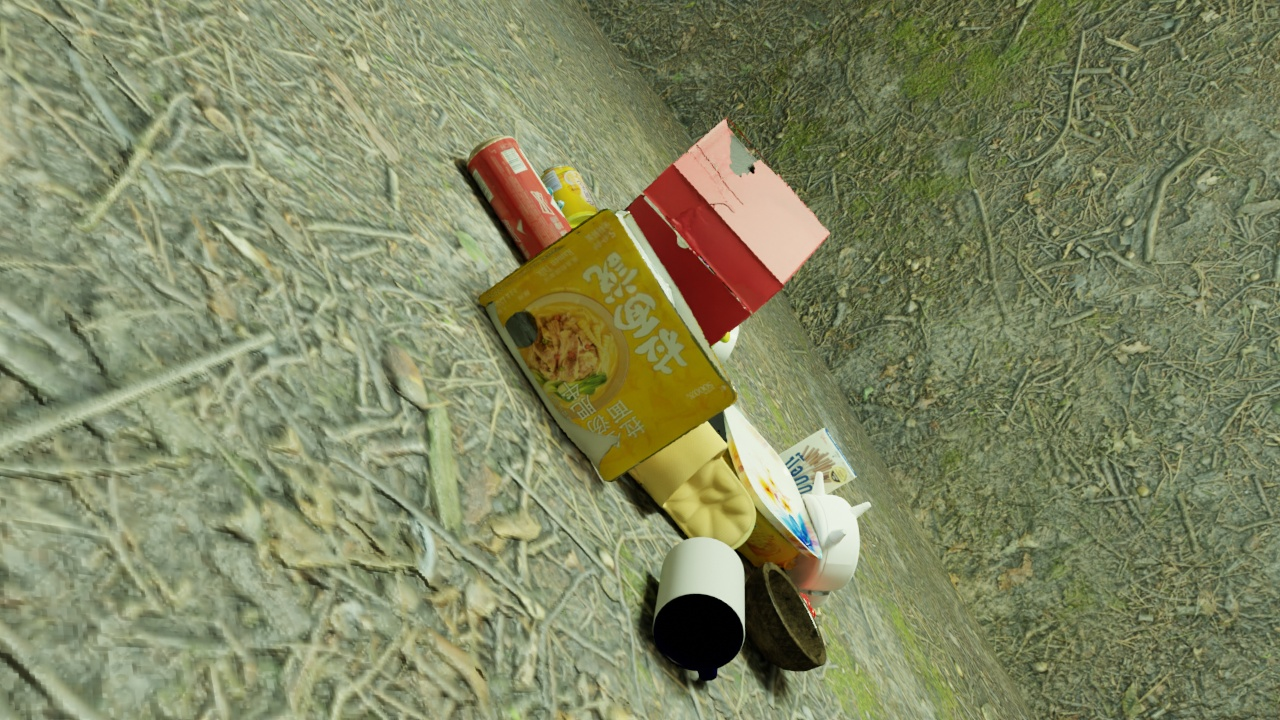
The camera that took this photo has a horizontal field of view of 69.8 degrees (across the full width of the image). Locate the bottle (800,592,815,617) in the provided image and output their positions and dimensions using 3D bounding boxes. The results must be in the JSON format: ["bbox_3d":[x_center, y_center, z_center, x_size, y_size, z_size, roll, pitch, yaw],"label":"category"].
[{"bbox_3d":[0.188,0.302,1.140,0.119,0.036,0.036,40,22,-47],"label":"bottle"}]

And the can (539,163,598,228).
[{"bbox_3d":[-0.098,-0.211,1.261,0.067,0.068,0.105,31,29,-56],"label":"can"}]

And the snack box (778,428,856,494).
[{"bbox_3d":[0.219,0.167,1.295,0.082,0.150,0.026,60,15,11],"label":"snack box"}]

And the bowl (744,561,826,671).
[{"bbox_3d":[0.146,0.288,1.003,0.121,0.056,0.121,50,16,-21],"label":"bowl"}]

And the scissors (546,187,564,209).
[{"bbox_3d":[-0.109,-0.178,1.152,0.090,0.014,0.141,59,-18,-10],"label":"scissors"}]

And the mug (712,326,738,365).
[{"bbox_3d":[0.091,-0.036,1.460,0.087,0.114,0.080,24,65,-13],"label":"mug"}]

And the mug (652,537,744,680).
[{"bbox_3d":[0.057,0.233,0.831,0.096,0.079,0.112,-71,154,-71],"label":"mug"}]

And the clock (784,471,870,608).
[{"bbox_3d":[0.242,0.243,1.217,0.072,0.161,0.125,7,36,-15],"label":"clock"}]

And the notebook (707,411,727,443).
[{"bbox_3d":[0.016,-0.011,1.075,0.231,0.019,0.169,44,17,-17],"label":"notebook"}]

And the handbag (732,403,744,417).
[{"bbox_3d":[0.095,0.074,1.271,0.121,0.067,0.106,32,29,-56],"label":"handbag"}]

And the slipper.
[{"bbox_3d":[0.044,0.111,0.962,0.263,0.099,0.078,54,-6,-26],"label":"slipper"}]

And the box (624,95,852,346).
[{"bbox_3d":[0.099,-0.163,1.192,0.211,0.316,0.124,47,7,-4],"label":"box"}]

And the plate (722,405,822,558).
[{"bbox_3d":[0.156,0.149,1.134,0.187,0.016,0.186,46,18,-34],"label":"plate"}]

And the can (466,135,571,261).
[{"bbox_3d":[-0.137,-0.182,1.084,0.170,0.067,0.067,57,16,4],"label":"can"}]

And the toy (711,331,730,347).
[{"bbox_3d":[0.074,-0.017,1.332,0.131,0.097,0.124,19,43,-62],"label":"toy"}]

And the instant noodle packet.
[{"bbox_3d":[-0.028,-0.013,0.887,0.221,0.163,0.084,58,15,7],"label":"instant noodle packet"}]

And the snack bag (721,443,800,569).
[{"bbox_3d":[0.108,0.153,1.143,0.247,0.068,0.159,46,17,-32],"label":"snack bag"}]
